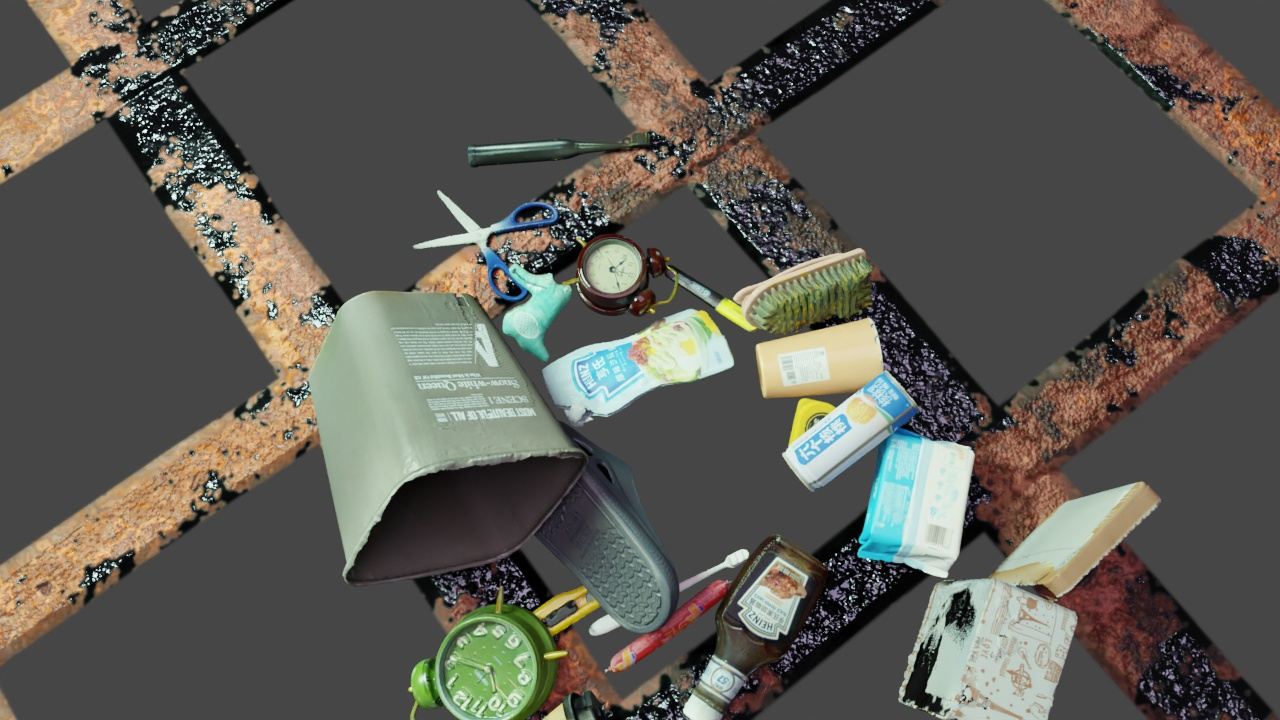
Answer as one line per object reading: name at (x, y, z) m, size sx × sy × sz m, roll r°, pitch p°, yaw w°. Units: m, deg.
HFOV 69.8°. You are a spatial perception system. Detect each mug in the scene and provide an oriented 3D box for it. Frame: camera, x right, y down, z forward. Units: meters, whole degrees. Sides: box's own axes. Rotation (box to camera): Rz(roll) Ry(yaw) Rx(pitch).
mug at (0.186, 0.003, 0.964) m, size 0.123 × 0.078 × 0.078 m, roll -9°, pitch 74°, yaw 4°

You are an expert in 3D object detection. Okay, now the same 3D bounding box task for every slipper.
slipper at (-0.046, 0.152, 0.924) m, size 0.268 × 0.083 × 0.111 m, roll 47°, pitch 122°, yaw 24°

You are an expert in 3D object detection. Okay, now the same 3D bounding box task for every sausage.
sausage at (0.029, 0.267, 0.919) m, size 0.155 × 0.020 × 0.020 m, roll -35°, pitch 76°, yaw -8°

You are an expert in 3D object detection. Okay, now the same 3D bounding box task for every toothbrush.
toothbrush at (-0.093, -0.247, 1.067) m, size 0.212 × 0.026 × 0.027 m, roll -5°, pitch 86°, yaw 0°
toothbrush at (0.030, 0.235, 0.929) m, size 0.180 × 0.016 × 0.016 m, roll -25°, pitch 72°, yaw -5°

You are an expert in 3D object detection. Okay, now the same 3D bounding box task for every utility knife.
utility knife at (-0.051, 0.237, 0.931) m, size 0.154 × 0.015 × 0.033 m, roll -30°, pitch 78°, yaw -7°

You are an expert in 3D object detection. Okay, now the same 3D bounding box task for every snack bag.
snack bag at (-0.006, 0.006, 0.971) m, size 0.191 × 0.039 × 0.110 m, roll -20°, pitch 49°, yaw -7°

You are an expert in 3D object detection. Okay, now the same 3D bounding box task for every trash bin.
trash bin at (-0.198, 0.063, 0.872) m, size 0.198 × 0.199 × 0.219 m, roll -1°, pitch 51°, yaw -41°

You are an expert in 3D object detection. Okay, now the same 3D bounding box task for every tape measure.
tape measure at (0.186, 0.071, 0.965) m, size 0.057 × 0.029 × 0.060 m, roll 12°, pitch 92°, yaw 1°

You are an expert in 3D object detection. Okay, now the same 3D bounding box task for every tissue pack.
tissue pack at (0.276, 0.140, 0.924) m, size 0.090 × 0.063 × 0.139 m, roll 13°, pitch 73°, yaw 7°

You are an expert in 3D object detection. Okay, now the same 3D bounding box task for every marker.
marker at (0.078, -0.070, 1.016) m, size 0.124 × 0.015 × 0.018 m, roll 34°, pitch 73°, yaw 10°

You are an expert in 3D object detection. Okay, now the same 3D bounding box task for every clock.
clock at (-0.153, 0.309, 0.887) m, size 0.116 × 0.056 × 0.161 m, roll 41°, pitch 87°, yaw 13°
clock at (-0.019, -0.092, 1.005) m, size 0.122 × 0.055 × 0.082 m, roll 15°, pitch 75°, yaw 4°

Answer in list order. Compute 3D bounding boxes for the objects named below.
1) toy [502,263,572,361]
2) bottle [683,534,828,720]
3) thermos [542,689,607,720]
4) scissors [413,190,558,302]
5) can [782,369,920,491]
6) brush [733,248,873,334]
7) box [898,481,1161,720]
toy at (-0.117, -0.059, 1.009) m, size 0.096 × 0.030 × 0.091 m, roll 39°, pitch 75°, yaw -8°
bottle at (0.108, 0.270, 0.903) m, size 0.080 × 0.044 × 0.194 m, roll 33°, pitch 79°, yaw 3°
thermos at (-0.085, 0.379, 0.857) m, size 0.143 × 0.093 × 0.093 m, roll -33°, pitch 75°, yaw 0°
scissors at (-0.170, -0.139, 1.046) m, size 0.162 × 0.012 × 0.176 m, roll -31°, pitch 74°, yaw -6°
can at (0.209, 0.071, 0.917) m, size 0.135 × 0.053 × 0.053 m, roll -40°, pitch 76°, yaw 9°
brush at (0.176, -0.073, 0.989) m, size 0.145 × 0.063 × 0.073 m, roll -19°, pitch 40°, yaw -9°
box at (0.347, 0.222, 0.842) m, size 0.106 × 0.178 × 0.271 m, roll 35°, pitch 79°, yaw 10°
